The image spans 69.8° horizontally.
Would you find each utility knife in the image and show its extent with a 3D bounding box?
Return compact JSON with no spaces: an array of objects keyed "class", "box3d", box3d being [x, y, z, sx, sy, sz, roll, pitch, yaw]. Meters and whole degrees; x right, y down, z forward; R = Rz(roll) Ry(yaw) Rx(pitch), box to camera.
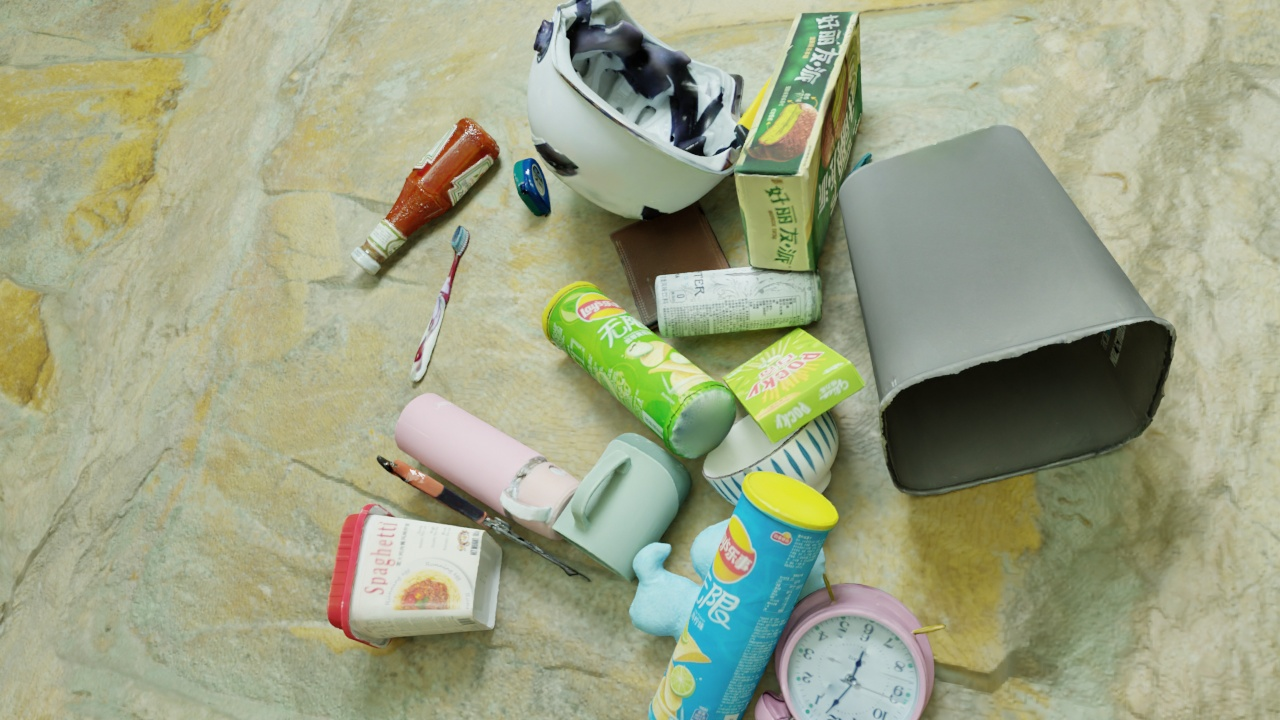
[{"class":"utility knife","box3d":[0.135,-0.262,0.905,0.033,0.015,0.217,38,47,-6]}]

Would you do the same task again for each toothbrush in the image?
[{"class":"toothbrush","box3d":[-0.217,-0.063,0.989,0.016,0.017,0.187,5,67,23]}]

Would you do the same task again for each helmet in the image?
[{"class":"helmet","box3d":[-0.018,-0.228,0.892,0.146,0.229,0.258,-48,25,38]}]

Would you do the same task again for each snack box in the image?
[{"class":"snack box","box3d":[0.122,0.017,0.764,0.086,0.156,0.026,-33,102,3]},{"class":"snack box","box3d":[0.149,-0.203,0.833,0.063,0.114,0.239,7,52,21]}]

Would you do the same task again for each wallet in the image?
[{"class":"wallet","box3d":[0.031,-0.098,0.909,0.101,0.032,0.124,-26,59,10]}]

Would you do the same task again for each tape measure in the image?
[{"class":"tape measure","box3d":[-0.119,-0.189,0.990,0.025,0.058,0.054,-15,64,12]}]

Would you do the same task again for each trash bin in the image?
[{"class":"trash bin","box3d":[0.262,-0.042,0.714,0.199,0.199,0.219,-15,55,11]}]

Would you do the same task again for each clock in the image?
[{"class":"clock","box3d":[0.149,0.245,0.672,0.117,0.059,0.158,20,94,13]}]

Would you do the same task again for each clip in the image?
[{"class":"clip","box3d":[0.213,-0.176,0.889,0.055,0.013,0.034,-35,59,-1]}]

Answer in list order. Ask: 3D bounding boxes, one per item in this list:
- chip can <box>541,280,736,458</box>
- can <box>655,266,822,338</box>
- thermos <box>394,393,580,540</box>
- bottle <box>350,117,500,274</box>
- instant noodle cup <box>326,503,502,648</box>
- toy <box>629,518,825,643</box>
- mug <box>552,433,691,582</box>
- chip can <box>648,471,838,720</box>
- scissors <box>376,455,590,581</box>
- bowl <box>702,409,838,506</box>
[{"class":"chip can","box3d":[-0.005,0.005,0.824,0.072,0.072,0.221,-45,47,-5]},{"class":"can","box3d":[0.088,-0.055,0.835,0.147,0.058,0.058,-6,64,3]},{"class":"thermos","box3d":[-0.145,0.099,0.849,0.199,0.087,0.067,27,102,29]},{"class":"bottle","box3d":[-0.244,-0.182,1.032,0.060,0.060,0.206,40,86,30]},{"class":"instant noodle cup","box3d":[-0.194,0.194,0.813,0.124,0.117,0.116,1,66,7]},{"class":"toy","box3d":[0.078,0.178,0.739,0.161,0.049,0.156,30,102,4]},{"class":"mug","box3d":[-0.018,0.117,0.777,0.082,0.112,0.106,27,75,33]},{"class":"chip can","box3d":[0.072,0.189,0.680,0.071,0.071,0.210,31,110,29]},{"class":"scissors","box3d":[-0.146,0.140,0.827,0.015,0.213,0.198,-59,26,-15]},{"class":"bowl","box3d":[0.116,0.084,0.759,0.116,0.116,0.066,-36,101,1]}]
